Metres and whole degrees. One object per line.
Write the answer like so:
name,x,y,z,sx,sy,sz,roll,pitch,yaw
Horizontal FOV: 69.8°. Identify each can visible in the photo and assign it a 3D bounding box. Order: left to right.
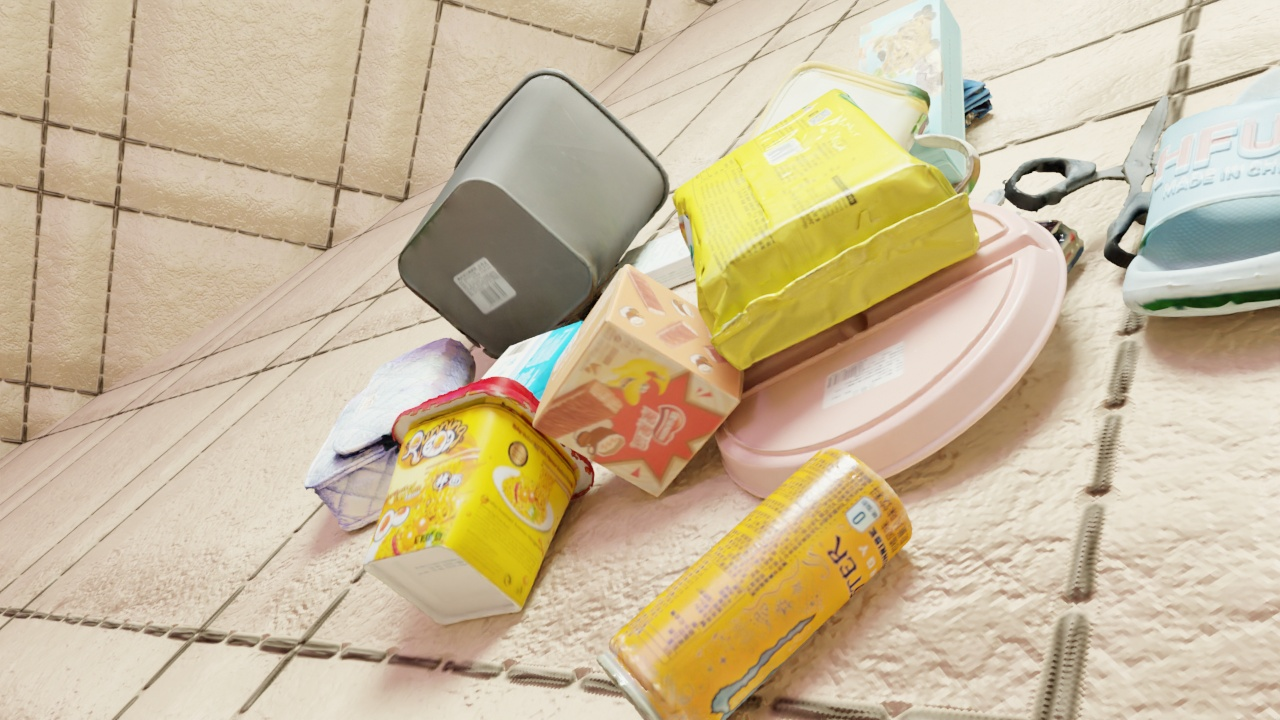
can,0.052,0.105,0.410,0.145,0.058,0.058,-39,23,-15

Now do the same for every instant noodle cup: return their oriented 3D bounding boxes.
instant noodle cup,-0.107,0.093,0.589,0.116,0.116,0.123,-19,37,31

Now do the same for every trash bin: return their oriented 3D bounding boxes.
trash bin,-0.109,-0.134,0.904,0.199,0.199,0.219,-39,18,34

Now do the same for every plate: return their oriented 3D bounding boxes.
plate,0.132,-0.014,0.541,0.230,0.028,0.229,-36,23,18

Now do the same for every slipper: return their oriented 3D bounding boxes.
slipper,0.323,-0.105,0.467,0.104,0.074,0.244,-3,35,49

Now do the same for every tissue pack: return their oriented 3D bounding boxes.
tissue pack,-0.083,0.030,0.733,0.090,0.063,0.139,-17,26,36

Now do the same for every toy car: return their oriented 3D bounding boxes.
toy car,0.222,-0.064,0.566,0.042,0.035,0.091,-43,22,-27

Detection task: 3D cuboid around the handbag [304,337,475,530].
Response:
handbag,-0.224,0.060,0.841,0.134,0.075,0.193,-28,24,10

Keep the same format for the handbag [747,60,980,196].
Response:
handbag,0.162,-0.132,0.702,0.179,0.063,0.163,28,89,36

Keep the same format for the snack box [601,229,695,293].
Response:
snack box,0.041,-0.103,0.892,0.157,0.027,0.084,-18,26,32

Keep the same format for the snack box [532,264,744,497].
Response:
snack box,0.001,0.013,0.575,0.093,0.094,0.076,-53,12,30

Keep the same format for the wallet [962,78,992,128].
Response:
wallet,0.246,-0.216,0.847,0.133,0.040,0.106,-30,19,11

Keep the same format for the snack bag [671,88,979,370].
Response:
snack bag,0.099,-0.099,0.586,0.158,0.068,0.246,-27,26,10

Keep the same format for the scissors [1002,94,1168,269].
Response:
scissors,0.293,-0.112,0.549,0.159,0.014,0.173,4,50,-1

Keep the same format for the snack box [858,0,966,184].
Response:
snack box,0.225,-0.219,0.767,0.074,0.051,0.174,-14,56,37

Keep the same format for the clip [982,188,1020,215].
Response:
clip,0.233,-0.092,0.631,0.057,0.029,0.024,-38,20,5
